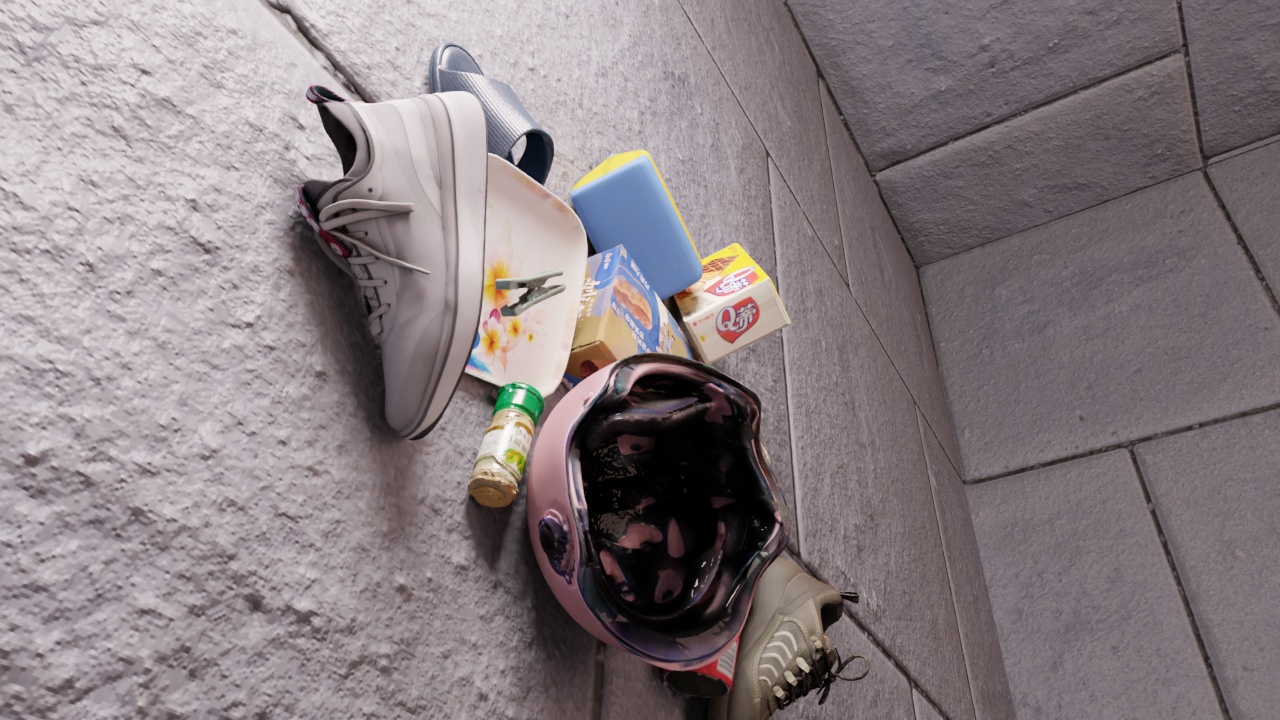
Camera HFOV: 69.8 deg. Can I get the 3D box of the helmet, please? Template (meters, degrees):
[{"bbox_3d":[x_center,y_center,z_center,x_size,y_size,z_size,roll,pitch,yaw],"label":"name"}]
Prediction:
[{"bbox_3d":[-0.002,0.128,0.779,0.229,0.153,0.255,-5,81,-43],"label":"helmet"}]

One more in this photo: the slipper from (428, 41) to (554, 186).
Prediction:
[{"bbox_3d":[-0.118,-0.183,0.871,0.101,0.083,0.263,-16,88,-67],"label":"slipper"}]

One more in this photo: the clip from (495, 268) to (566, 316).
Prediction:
[{"bbox_3d":[-0.095,-0.069,0.796,0.078,0.023,0.049,-43,126,-45],"label":"clip"}]

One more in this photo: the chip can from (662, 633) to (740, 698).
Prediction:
[{"bbox_3d":[0.078,0.225,0.945,0.073,0.073,0.232,51,40,-36],"label":"chip can"}]

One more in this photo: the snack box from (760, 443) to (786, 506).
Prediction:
[{"bbox_3d":[0.132,0.157,1.184,0.144,0.043,0.144,66,24,-8],"label":"snack box"}]

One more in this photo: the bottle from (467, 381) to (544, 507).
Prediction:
[{"bbox_3d":[-0.109,0.067,0.750,0.043,0.043,0.110,54,30,-32],"label":"bottle"}]

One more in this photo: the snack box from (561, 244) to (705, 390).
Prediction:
[{"bbox_3d":[-0.006,0.006,0.977,0.203,0.069,0.154,53,31,-34],"label":"snack box"}]

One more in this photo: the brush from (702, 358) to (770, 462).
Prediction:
[{"bbox_3d":[0.138,0.078,1.297,0.218,0.012,0.033,54,28,-35],"label":"brush"}]

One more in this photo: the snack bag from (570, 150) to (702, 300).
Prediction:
[{"bbox_3d":[-0.003,-0.166,1.093,0.159,0.102,0.205,62,9,-17],"label":"snack bag"}]

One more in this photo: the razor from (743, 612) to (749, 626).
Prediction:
[{"bbox_3d":[0.127,0.298,1.062,0.156,0.060,0.057,58,8,21],"label":"razor"}]

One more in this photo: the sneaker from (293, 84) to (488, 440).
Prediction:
[{"bbox_3d":[-0.182,-0.076,0.656,0.128,0.097,0.263,4,80,-25],"label":"sneaker"}]

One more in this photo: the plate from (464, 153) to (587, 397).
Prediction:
[{"bbox_3d":[-0.115,-0.070,0.803,0.186,0.016,0.186,28,68,-53],"label":"plate"}]

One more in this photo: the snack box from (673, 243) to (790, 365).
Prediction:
[{"bbox_3d":[0.103,-0.076,1.129,0.062,0.110,0.230,62,5,-17],"label":"snack box"}]

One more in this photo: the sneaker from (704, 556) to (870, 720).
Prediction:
[{"bbox_3d":[0.162,0.326,0.951,0.237,0.143,0.101,-59,151,-35],"label":"sneaker"}]
